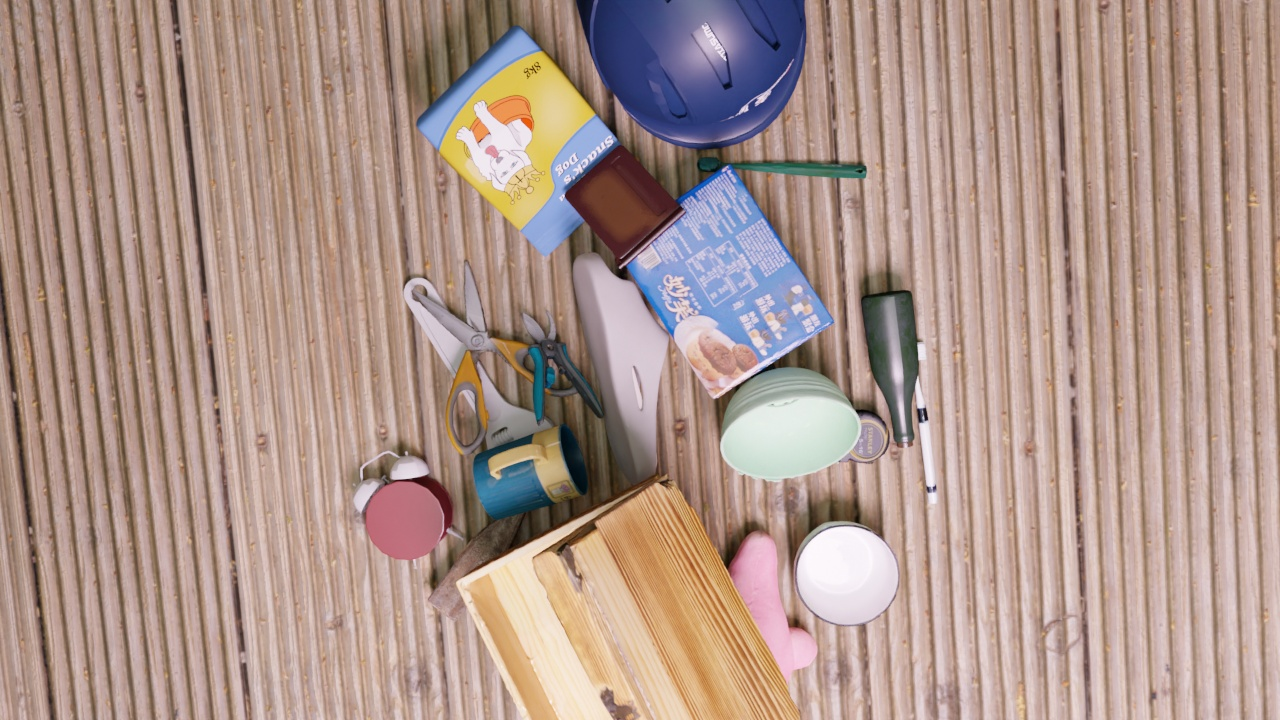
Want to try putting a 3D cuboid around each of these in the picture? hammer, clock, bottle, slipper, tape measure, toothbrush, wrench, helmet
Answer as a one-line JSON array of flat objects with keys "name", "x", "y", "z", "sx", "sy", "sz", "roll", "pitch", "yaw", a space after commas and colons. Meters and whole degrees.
[{"name": "hammer", "x": -0.082, "y": 0.306, "z": 1.070, "sx": 0.301, "sy": 0.037, "sz": 0.158, "roll": 38, "pitch": 95, "yaw": 0}, {"name": "clock", "x": -0.273, "y": 0.171, "z": 1.067, "sx": 0.096, "sy": 0.048, "sz": 0.137, "roll": -31, "pitch": 92, "yaw": 5}, {"name": "bottle", "x": 0.283, "y": 0.011, "z": 1.019, "sx": 0.055, "sy": 0.055, "sz": 0.174, "roll": -8, "pitch": 95, "yaw": 4}, {"name": "slipper", "x": -0.006, "y": 0.006, "z": 1.017, "sx": 0.080, "sy": 0.113, "sz": 0.266, "roll": -15, "pitch": 99, "yaw": -14}, {"name": "tape measure", "x": 0.249, "y": 0.086, "z": 1.036, "sx": 0.061, "sy": 0.034, "sz": 0.062, "roll": 5, "pitch": 95, "yaw": 6}, {"name": "toothbrush", "x": 0.325, "y": 0.071, "z": 1.041, "sx": 0.017, "sy": 0.012, "sz": 0.187, "roll": -8, "pitch": 94, "yaw": 0}, {"name": "toothbrush", "x": 0.158, "y": -0.216, "z": 1.029, "sx": 0.190, "sy": 0.017, "sz": 0.016, "roll": 3, "pitch": 94, "yaw": 3}, {"name": "wrench", "x": -0.185, "y": 0.017, "z": 1.067, "sx": 0.087, "sy": 0.018, "sz": 0.273, "roll": -30, "pitch": 90, "yaw": 5}, {"name": "helmet", "x": 0.068, "y": -0.342, "z": 0.950, "sx": 0.232, "sy": 0.223, "sz": 0.272, "roll": -38, "pitch": 127, "yaw": 5}]

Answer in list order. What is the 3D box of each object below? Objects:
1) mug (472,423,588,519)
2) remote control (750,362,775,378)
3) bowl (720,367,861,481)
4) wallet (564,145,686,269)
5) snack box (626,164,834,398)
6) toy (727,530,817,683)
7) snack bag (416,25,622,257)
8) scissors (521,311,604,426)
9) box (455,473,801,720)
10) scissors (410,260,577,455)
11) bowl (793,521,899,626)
[{"name": "mug", "x": -0.126, "y": 0.118, "z": 1.003, "sx": 0.107, "sy": 0.113, "sz": 0.083, "roll": -17, "pitch": 67, "yaw": 9}, {"name": "remote control", "x": 0.116, "y": -0.041, "z": 1.047, "sx": 0.030, "sy": 0.009, "sz": 0.140, "roll": -23, "pitch": 92, "yaw": 5}, {"name": "bowl", "x": 0.158, "y": 0.059, "z": 1.002, "sx": 0.151, "sy": 0.151, "sz": 0.076, "roll": -8, "pitch": 49, "yaw": 4}, {"name": "wallet", "x": -0.019, "y": -0.167, "z": 0.990, "sx": 0.091, "sy": 0.018, "sz": 0.115, "roll": -41, "pitch": 65, "yaw": 4}, {"name": "snack box", "x": 0.091, "y": -0.084, "z": 1.004, "sx": 0.155, "sy": 0.069, "sz": 0.202, "roll": -34, "pitch": 85, "yaw": 7}, {"name": "toy", "x": 0.111, "y": 0.308, "z": 1.035, "sx": 0.192, "sy": 0.097, "sz": 0.236, "roll": 13, "pitch": 82, "yaw": -2}, {"name": "snack bag", "x": -0.120, "y": -0.237, "z": 1.013, "sx": 0.159, "sy": 0.102, "sz": 0.205, "roll": -42, "pitch": 113, "yaw": 5}, {"name": "scissors", "x": -0.090, "y": 0.015, "z": 1.030, "sx": 0.124, "sy": 0.153, "sz": 0.019, "roll": 26, "pitch": 140, "yaw": -21}, {"name": "box", "x": -0.002, "y": 0.272, "z": 0.839, "sx": 0.284, "sy": 0.323, "sz": 0.279, "roll": -28, "pitch": 84, "yaw": 1}, {"name": "scissors", "x": -0.166, "y": -0.006, "z": 1.050, "sx": 0.216, "sy": 0.016, "sz": 0.225, "roll": -3, "pitch": 81, "yaw": -9}, {"name": "bowl", "x": 0.227, "y": 0.233, "z": 1.031, "sx": 0.116, "sy": 0.065, "sz": 0.116, "roll": 0, "pitch": 94, "yaw": 3}]
